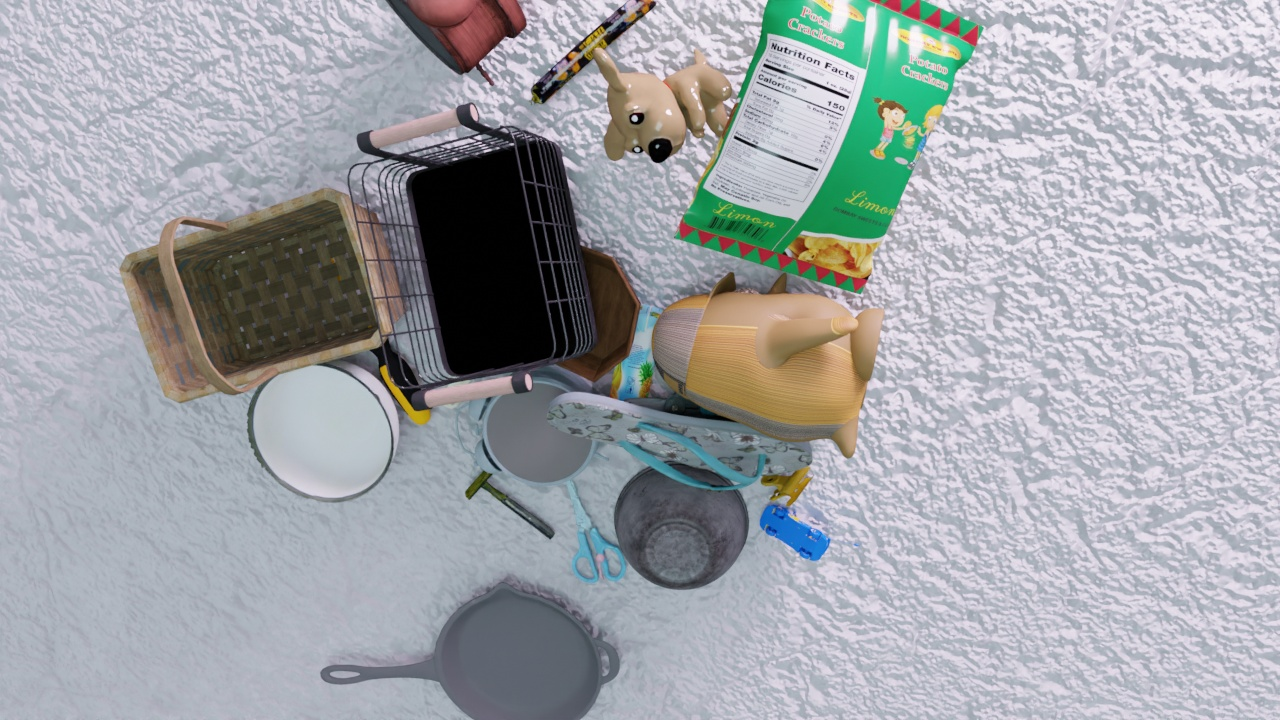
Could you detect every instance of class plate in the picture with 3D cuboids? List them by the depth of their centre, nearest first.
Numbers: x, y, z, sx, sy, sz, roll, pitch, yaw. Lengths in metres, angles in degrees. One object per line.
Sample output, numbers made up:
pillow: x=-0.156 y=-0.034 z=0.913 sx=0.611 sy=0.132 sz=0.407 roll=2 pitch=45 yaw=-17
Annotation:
plate: x=-0.048 y=-0.047 z=0.888 sx=0.131 sy=0.025 sz=0.131 roll=8 pitch=104 yaw=36

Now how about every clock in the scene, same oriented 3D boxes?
clock: x=-0.167 y=-0.310 z=0.769 sx=0.072 sy=0.157 sz=0.120 roll=-46 pitch=71 yaw=-2
clock: x=-0.113 y=0.069 z=0.949 sx=0.159 sy=0.045 sz=0.122 roll=-3 pitch=107 yaw=6

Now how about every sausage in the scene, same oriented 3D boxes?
sausage: x=-0.045 y=-0.286 z=0.837 sx=0.155 sy=0.020 sz=0.020 roll=-36 pitch=101 yaw=16

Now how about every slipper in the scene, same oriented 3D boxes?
slipper: x=0.037 y=0.091 z=0.899 sx=0.268 sy=0.054 sz=0.098 roll=13 pitch=151 yaw=-11

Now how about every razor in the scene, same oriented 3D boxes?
razor: x=-0.136 y=0.159 z=0.995 sx=0.106 sy=0.026 sz=0.042 roll=39 pitch=106 yaw=-11

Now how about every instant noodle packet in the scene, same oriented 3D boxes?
instant noodle packet: x=0.162 y=-0.196 z=0.796 sx=0.195 sy=0.090 sz=0.253 roll=14 pitch=111 yaw=-19

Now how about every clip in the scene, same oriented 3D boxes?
clip: x=0.151 y=0.135 z=0.947 sx=0.047 sy=0.052 sz=0.039 roll=-14 pitch=110 yaw=42

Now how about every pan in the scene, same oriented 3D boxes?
pan: x=-0.199 y=0.351 z=1.062 sx=0.355 sy=0.024 sz=0.217 roll=-6 pitch=108 yaw=7

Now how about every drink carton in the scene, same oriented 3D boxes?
drink carton: x=-0.005 y=0.005 z=0.917 sx=0.038 sy=0.044 sz=0.129 roll=12 pitch=111 yaw=2

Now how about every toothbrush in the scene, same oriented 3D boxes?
toothbrush: x=-0.272 y=-0.019 z=0.947 sx=0.031 sy=0.031 sz=0.197 roll=-24 pitch=100 yaw=28

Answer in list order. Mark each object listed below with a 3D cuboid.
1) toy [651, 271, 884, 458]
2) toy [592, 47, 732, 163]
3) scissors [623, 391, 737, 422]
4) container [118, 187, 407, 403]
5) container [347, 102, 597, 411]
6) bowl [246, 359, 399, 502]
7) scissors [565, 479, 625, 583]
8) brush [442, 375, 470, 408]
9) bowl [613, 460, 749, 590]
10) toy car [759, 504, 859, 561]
toy: x=0.113 y=-0.008 z=0.856 sx=0.203 sy=0.199 sz=0.162 roll=12 pitch=68 yaw=13
toy: x=0.021 y=-0.225 z=0.810 sx=0.108 sy=0.134 sz=0.105 roll=-18 pitch=64 yaw=-6
scissors: x=0.060 y=0.042 z=0.918 sx=0.137 sy=0.019 sz=0.129 roll=-37 pitch=112 yaw=0
container: x=-0.359 y=-0.057 z=0.847 sx=0.250 sy=0.186 sz=0.157 roll=-15 pitch=97 yaw=14
container: x=-0.149 y=-0.089 z=0.824 sx=0.163 sy=0.130 sz=0.241 roll=-10 pitch=93 yaw=16
bowl: x=-0.319 y=0.065 z=0.955 sx=0.153 sy=0.072 sz=0.153 roll=2 pitch=108 yaw=6
scissors: x=-0.062 y=0.184 z=1.002 sx=0.063 sy=0.015 sz=0.138 roll=-17 pitch=100 yaw=15
brush: x=-0.155 y=-0.039 z=0.936 sx=0.033 sy=0.012 sz=0.218 roll=29 pitch=110 yaw=-4
bowl: x=0.041 y=0.184 z=0.958 sx=0.145 sy=0.067 sz=0.145 roll=2 pitch=108 yaw=6
toy car: x=0.179 y=0.181 z=0.972 sx=0.092 sy=0.061 sz=0.033 roll=31 pitch=112 yaw=27
